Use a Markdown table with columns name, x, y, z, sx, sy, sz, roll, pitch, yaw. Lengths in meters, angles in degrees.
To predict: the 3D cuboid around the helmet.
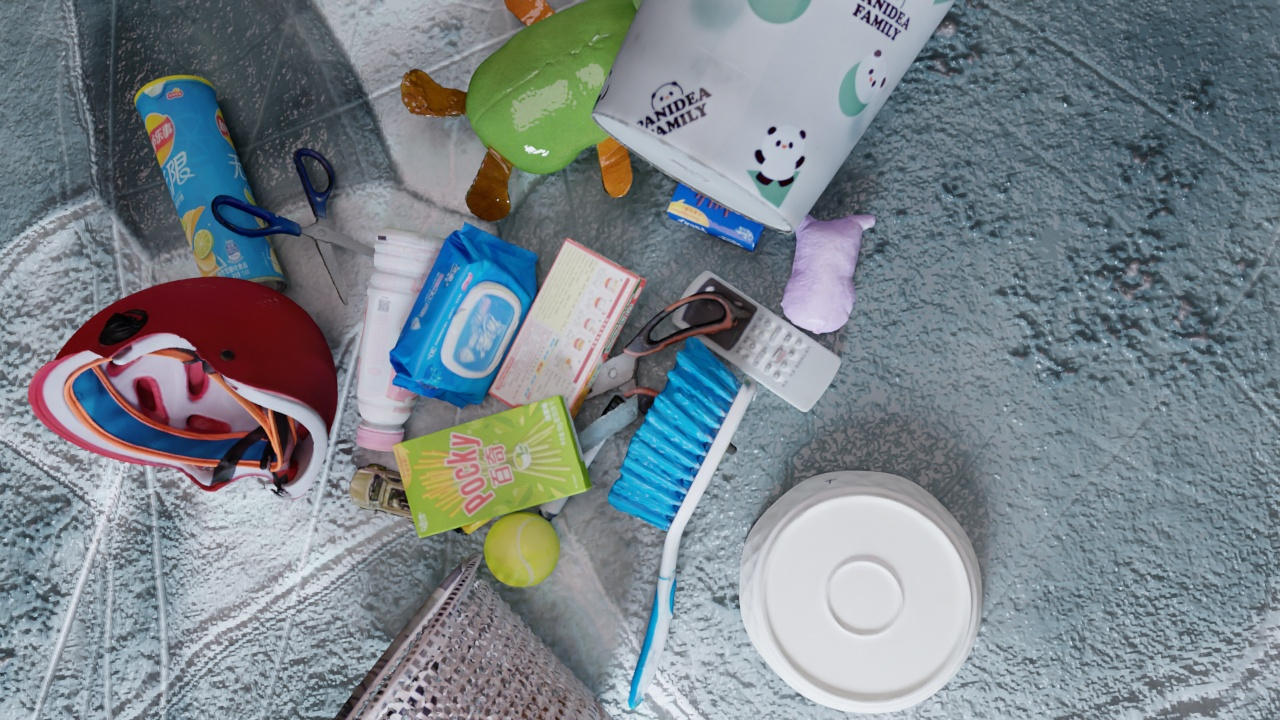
| name | x | y | z | sx | sy | sz | roll | pitch | yaw |
| --- | --- | --- | --- | --- | --- | --- | --- | --- | --- |
| helmet | -0.372 | 0.010 | 0.789 | 0.240 | 0.207 | 0.143 | 5 | 52 | 6 |

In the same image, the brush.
| name | x | y | z | sx | sy | sz | roll | pitch | yaw |
| --- | --- | --- | --- | --- | --- | --- | --- | --- | --- |
| brush | 0.017 | 0.142 | 0.779 | 0.109 | 0.060 | 0.315 | 27 | 100 | 5 |

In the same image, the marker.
| name | x | y | z | sx | sy | sz | roll | pitch | yaw |
| --- | --- | --- | --- | --- | --- | --- | --- | --- | --- |
| marker | -0.050 | 0.088 | 0.810 | 0.022 | 0.018 | 0.131 | 34 | 101 | 4 |

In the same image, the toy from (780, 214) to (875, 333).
| name | x | y | z | sx | sy | sz | roll | pitch | yaw |
| --- | --- | --- | --- | --- | --- | --- | --- | --- | --- |
| toy | 0.155 | -0.077 | 0.792 | 0.084 | 0.039 | 0.108 | 7 | 90 | 8 |

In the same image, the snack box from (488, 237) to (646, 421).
| name | x | y | z | sx | sy | sz | roll | pitch | yaw |
| --- | --- | --- | --- | --- | --- | --- | --- | --- | --- |
| snack box | -0.065 | -0.021 | 0.802 | 0.077 | 0.027 | 0.156 | 30 | 99 | 13 |

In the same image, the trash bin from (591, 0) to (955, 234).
| name | x | y | z | sx | sy | sz | roll | pitch | yaw |
| --- | --- | --- | --- | --- | --- | --- | --- | --- | --- |
| trash bin | 0.103 | -0.249 | 0.698 | 0.229 | 0.229 | 0.252 | 30 | 96 | 8 |

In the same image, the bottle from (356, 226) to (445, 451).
| name | x | y | z | sx | sy | sz | roll | pitch | yaw |
| --- | --- | --- | --- | --- | --- | --- | --- | --- | --- |
| bottle | -0.220 | -0.018 | 0.826 | 0.068 | 0.068 | 0.197 | 11 | 92 | 8 |

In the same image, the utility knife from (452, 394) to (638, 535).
| name | x | y | z | sx | sy | sz | roll | pitch | yaw |
| --- | --- | --- | --- | --- | --- | --- | --- | --- | --- |
| utility knife | -0.088 | 0.093 | 0.807 | 0.220 | 0.015 | 0.033 | -34 | 75 | 15 |

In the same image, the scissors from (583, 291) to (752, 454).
| name | x | y | z | sx | sy | sz | roll | pitch | yaw |
| --- | --- | --- | --- | --- | --- | --- | --- | --- | --- |
| scissors | -0.002 | 0.008 | 0.809 | 0.226 | 0.015 | 0.189 | 29 | 101 | 9 |

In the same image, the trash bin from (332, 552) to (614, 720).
| name | x | y | z | sx | sy | sz | roll | pitch | yaw |
| --- | --- | --- | --- | --- | --- | --- | --- | --- | --- |
| trash bin | -0.131 | 0.301 | 0.734 | 0.192 | 0.227 | 0.227 | 39 | 92 | -4 |

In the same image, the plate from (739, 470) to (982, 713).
| name | x | y | z | sx | sy | sz | roll | pitch | yaw |
| --- | --- | --- | --- | --- | --- | --- | --- | --- | --- |
| plate | 0.185 | 0.196 | 0.770 | 0.205 | 0.045 | 0.205 | 0 | 87 | 7 |

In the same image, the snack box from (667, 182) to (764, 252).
| name | x | y | z | sx | sy | sz | roll | pitch | yaw |
| --- | --- | --- | --- | --- | --- | --- | --- | --- | --- |
| snack box | 0.093 | -0.184 | 0.813 | 0.084 | 0.026 | 0.157 | 24 | 90 | 8 |

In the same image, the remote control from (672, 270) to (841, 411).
| name | x | y | z | sx | sy | sz | roll | pitch | yaw |
| --- | --- | --- | --- | --- | --- | --- | --- | --- | --- |
| remote control | 0.100 | -0.018 | 0.805 | 0.150 | 0.021 | 0.058 | 34 | 92 | 8 |

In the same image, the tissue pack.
| name | x | y | z | sx | sy | sz | roll | pitch | yaw |
| --- | --- | --- | --- | --- | --- | --- | --- | --- | --- |
| tissue pack | -0.149 | -0.036 | 0.800 | 0.052 | 0.095 | 0.157 | 26 | 90 | 40 |

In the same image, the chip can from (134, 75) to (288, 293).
| name | x | y | z | sx | sy | sz | roll | pitch | yaw |
| --- | --- | --- | --- | --- | --- | --- | --- | --- | --- |
| chip can | -0.399 | -0.155 | 0.854 | 0.071 | 0.071 | 0.210 | -24 | 84 | 5 |

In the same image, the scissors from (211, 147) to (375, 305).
| name | x | y | z | sx | sy | sz | roll | pitch | yaw |
| --- | --- | --- | --- | --- | --- | --- | --- | --- | --- |
| scissors | -0.303 | -0.126 | 0.841 | 0.175 | 0.012 | 0.162 | 8 | 61 | -23 |

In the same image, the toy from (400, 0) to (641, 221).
| name | x | y | z | sx | sy | sz | roll | pitch | yaw |
| --- | --- | --- | --- | --- | --- | --- | --- | --- | --- |
| toy | -0.073 | -0.238 | 0.808 | 0.247 | 0.090 | 0.227 | -29 | 84 | 2 |

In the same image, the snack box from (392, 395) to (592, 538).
| name | x | y | z | sx | sy | sz | roll | pitch | yaw |
| --- | --- | --- | --- | --- | --- | --- | --- | --- | --- |
| snack box | -0.128 | 0.091 | 0.787 | 0.156 | 0.026 | 0.085 | -16 | 87 | 9 |

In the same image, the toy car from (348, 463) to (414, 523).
| name | x | y | z | sx | sy | sz | roll | pitch | yaw |
| --- | --- | --- | --- | --- | --- | --- | --- | --- | --- |
| toy car | -0.223 | 0.122 | 0.833 | 0.090 | 0.035 | 0.042 | 14 | 87 | 10 |

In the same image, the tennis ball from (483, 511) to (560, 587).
| name | x | y | z | sx | sy | sz | roll | pitch | yaw |
| --- | --- | --- | --- | --- | --- | --- | --- | --- | --- |
| tennis ball | -0.103 | 0.164 | 0.798 | 0.065 | 0.065 | 0.065 | 0 | 86 | 7 |
